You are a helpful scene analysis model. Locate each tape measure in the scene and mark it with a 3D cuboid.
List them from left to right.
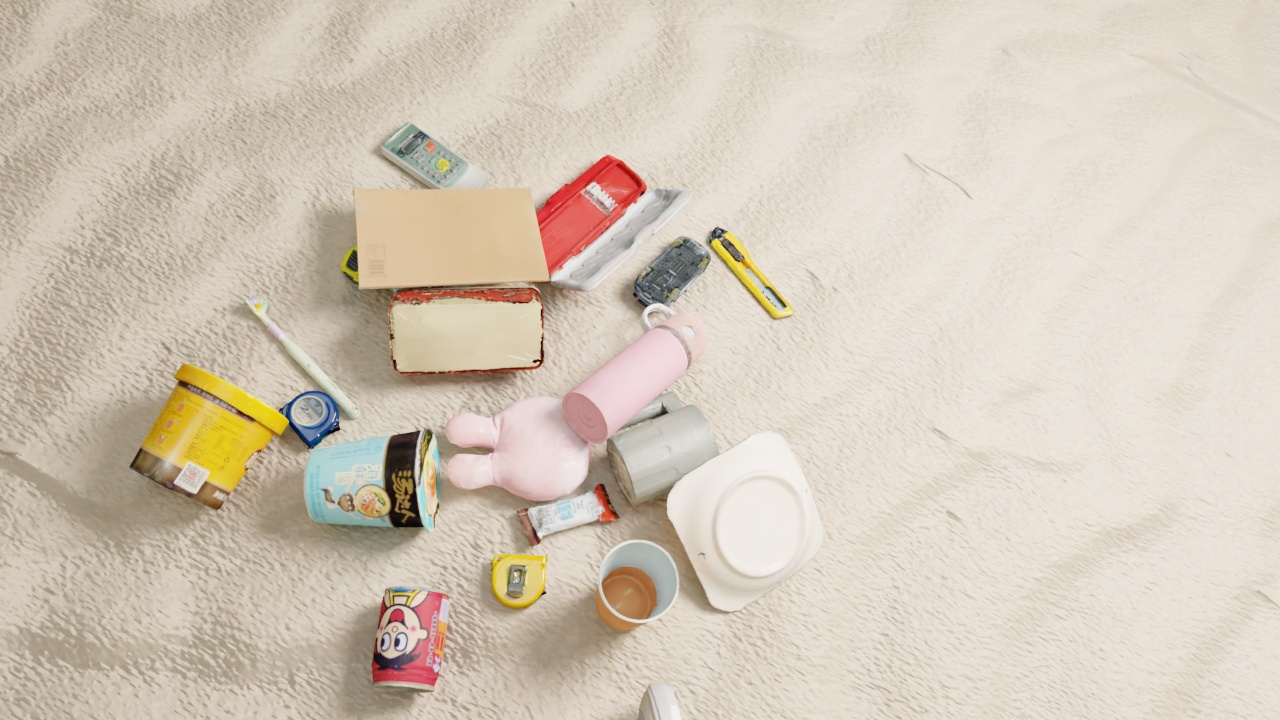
[{"bbox_3d":[-0.356,0.062,0.998,0.054,0.025,0.058,-40,81,-24],"label":"tape measure"},{"bbox_3d":[-0.127,0.228,0.956,0.060,0.029,0.057,4,66,-7],"label":"tape measure"}]

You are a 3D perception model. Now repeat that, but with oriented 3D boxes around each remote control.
[{"bbox_3d":[-0.258,-0.246,1.155,0.135,0.019,0.056,35,65,8],"label":"remote control"}]

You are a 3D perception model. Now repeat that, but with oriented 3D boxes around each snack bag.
[{"bbox_3d":[-0.078,0.166,0.993,0.104,0.026,0.048,-18,64,-16],"label":"snack bag"}]

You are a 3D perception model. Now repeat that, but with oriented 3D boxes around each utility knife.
[{"bbox_3d":[0.139,-0.112,1.159,0.033,0.015,0.153,-34,75,-18],"label":"utility knife"}]

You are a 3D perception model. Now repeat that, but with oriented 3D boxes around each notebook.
[{"bbox_3d":[-0.221,-0.145,1.063,0.211,0.012,0.149,-4,55,-16],"label":"notebook"}]

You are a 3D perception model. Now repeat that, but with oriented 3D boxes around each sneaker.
[{"bbox_3d":[0.008,0.431,0.858,0.090,0.090,0.242,-5,73,-6],"label":"sneaker"}]

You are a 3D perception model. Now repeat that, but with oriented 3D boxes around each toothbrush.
[{"bbox_3d":[-0.377,-0.004,1.028,0.189,0.029,0.020,45,109,11],"label":"toothbrush"}]

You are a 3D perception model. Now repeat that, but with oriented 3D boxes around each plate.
[{"bbox_3d":[0.122,0.172,0.980,0.163,0.034,0.164,-30,100,-20],"label":"plate"}]

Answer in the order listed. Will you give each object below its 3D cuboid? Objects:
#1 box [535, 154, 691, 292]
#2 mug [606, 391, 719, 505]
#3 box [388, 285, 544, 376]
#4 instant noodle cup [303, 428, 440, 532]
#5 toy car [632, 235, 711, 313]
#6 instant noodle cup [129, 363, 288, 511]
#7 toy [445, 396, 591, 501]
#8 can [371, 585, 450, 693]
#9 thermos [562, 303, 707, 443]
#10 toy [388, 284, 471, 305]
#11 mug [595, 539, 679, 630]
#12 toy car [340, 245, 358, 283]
[{"bbox_3d":[-0.050,-0.164,1.128,0.160,0.065,0.200,31,63,28],"label":"box"},{"bbox_3d":[0.016,0.093,1.020,0.103,0.084,0.124,-21,44,-16],"label":"mug"},{"bbox_3d":[-0.191,-0.034,1.017,0.168,0.077,0.091,-2,109,-10],"label":"box"},{"bbox_3d":[-0.275,0.126,0.943,0.120,0.111,0.111,-3,66,-2],"label":"instant noodle cup"},{"bbox_3d":[0.039,-0.107,1.131,0.054,0.037,0.120,36,56,9],"label":"toy car"},{"bbox_3d":[-0.440,0.081,0.930,0.118,0.119,0.114,26,72,3],"label":"instant noodle cup"},{"bbox_3d":[-0.132,0.094,1.000,0.159,0.054,0.121,1,62,-15],"label":"toy"},{"bbox_3d":[-0.225,0.274,0.898,0.066,0.067,0.093,6,65,-6],"label":"can"},{"bbox_3d":[-0.006,0.006,1.031,0.087,0.067,0.198,47,53,3],"label":"thermos"},{"bbox_3d":[-0.239,-0.116,1.081,0.156,0.050,0.161,-31,82,-30],"label":"toy"},{"bbox_3d":[-0.009,0.233,0.920,0.078,0.123,0.078,3,65,-7],"label":"mug"},{"bbox_3d":[-0.310,-0.135,1.091,0.048,0.032,0.105,35,64,8],"label":"toy car"}]
